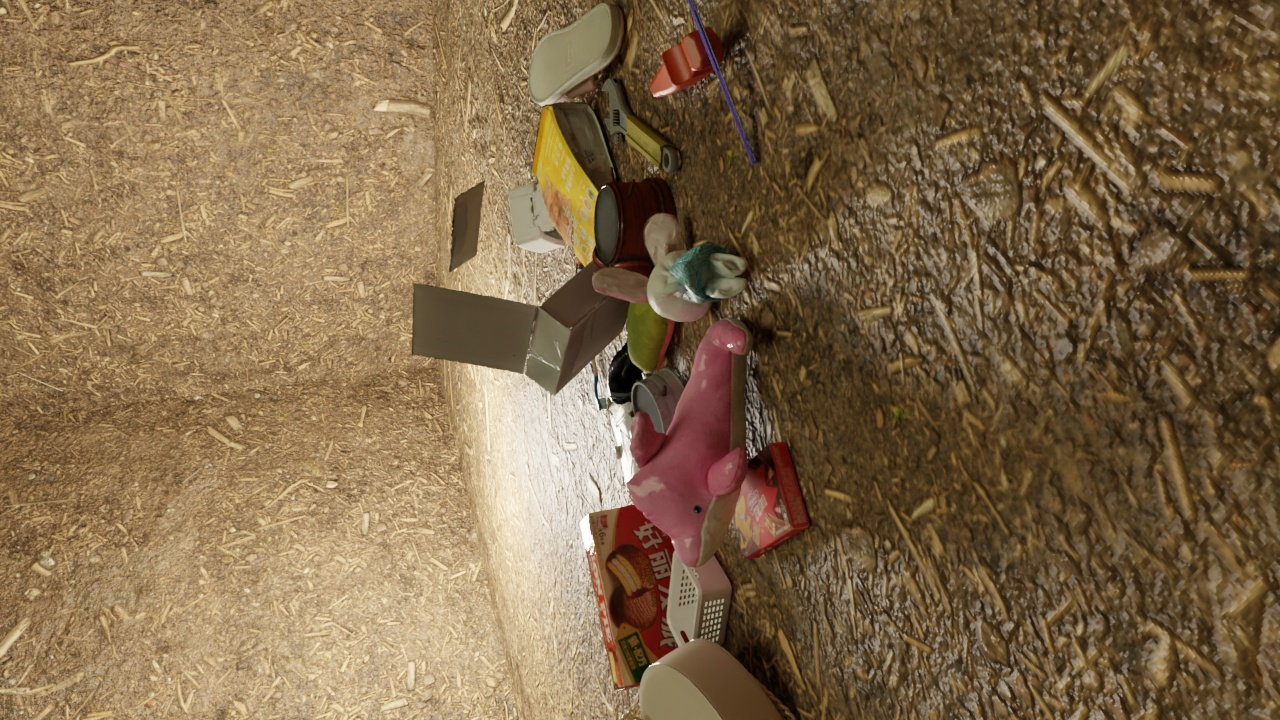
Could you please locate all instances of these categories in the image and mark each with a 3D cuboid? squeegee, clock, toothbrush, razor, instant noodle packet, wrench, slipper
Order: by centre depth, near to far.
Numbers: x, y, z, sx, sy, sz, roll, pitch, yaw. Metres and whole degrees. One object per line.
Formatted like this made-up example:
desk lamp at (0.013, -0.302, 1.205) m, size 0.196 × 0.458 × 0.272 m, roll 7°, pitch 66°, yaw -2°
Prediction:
squeegee at (0.049, -0.313, 0.967) m, size 0.249 × 0.055 × 0.185 m, roll 67°, pitch 163°, yaw -7°
clock at (-0.013, -0.158, 1.163) m, size 0.120 × 0.072 × 0.158 m, roll -133°, pitch 45°, yaw -60°
clock at (0.025, 0.064, 1.174) m, size 0.148 × 0.056 × 0.104 m, roll 2°, pitch 108°, yaw 67°
wrench at (-0.004, -0.299, 1.186) m, size 0.273 × 0.018 × 0.084 m, roll -125°, pitch 33°, yaw -55°
razor at (-0.008, 0.007, 1.269) m, size 0.064 × 0.052 × 0.141 m, roll 37°, pitch 139°, yaw 13°
slipper at (-0.089, -0.436, 1.322) m, size 0.275 × 0.054 × 0.114 m, roll 2°, pitch 90°, yaw 59°
instant noodle packet at (-0.087, -0.252, 1.379) m, size 0.163 × 0.084 × 0.221 m, roll 116°, pitch 137°, yaw -58°
toothbrush at (-0.077, 0.019, 1.520) m, size 0.022 × 0.017 × 0.135 m, roll 129°, pitch 131°, yaw -61°

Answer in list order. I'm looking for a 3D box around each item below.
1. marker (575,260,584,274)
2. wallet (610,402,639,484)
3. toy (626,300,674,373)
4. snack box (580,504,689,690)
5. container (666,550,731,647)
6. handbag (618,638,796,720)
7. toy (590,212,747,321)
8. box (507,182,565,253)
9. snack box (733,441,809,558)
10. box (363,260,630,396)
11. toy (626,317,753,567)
marker at (-0.097, -0.092, 1.510) m, size 0.023 × 0.021 × 0.145 m, roll 10°, pitch 100°, yaw 55°
wallet at (-0.017, 0.124, 1.362) m, size 0.086 × 0.032 × 0.116 m, roll 123°, pitch 136°, yaw -59°
toy at (0.010, -0.039, 1.177) m, size 0.090 × 0.051 × 0.110 m, roll 39°, pitch 123°, yaw 57°
snack box at (-0.002, 0.319, 1.259) m, size 0.060 × 0.113 × 0.236 m, roll 127°, pitch 133°, yaw -63°
container at (0.073, 0.298, 1.126) m, size 0.080 × 0.049 × 0.129 m, roll -124°, pitch 32°, yaw -54°
handbag at (0.079, 0.426, 1.022) m, size 0.208 × 0.103 × 0.211 m, roll 46°, pitch 143°, yaw 32°
toy at (0.057, -0.090, 1.010) m, size 0.105 × 0.131 × 0.206 m, roll 50°, pitch 161°, yaw -29°
box at (-0.149, -0.259, 1.574) m, size 0.124 × 0.137 × 0.108 m, roll 10°, pitch -113°, yaw -66°
snack box at (0.128, 0.147, 0.949) m, size 0.133 × 0.021 × 0.089 m, roll 121°, pitch 140°, yaw -61°
box at (-0.176, -0.047, 1.240) m, size 0.167 × 0.368 × 0.150 m, roll 111°, pitch 149°, yaw -54°
toy at (0.050, 0.080, 0.958) m, size 0.187 × 0.128 × 0.265 m, roll 173°, pitch 108°, yaw -81°
